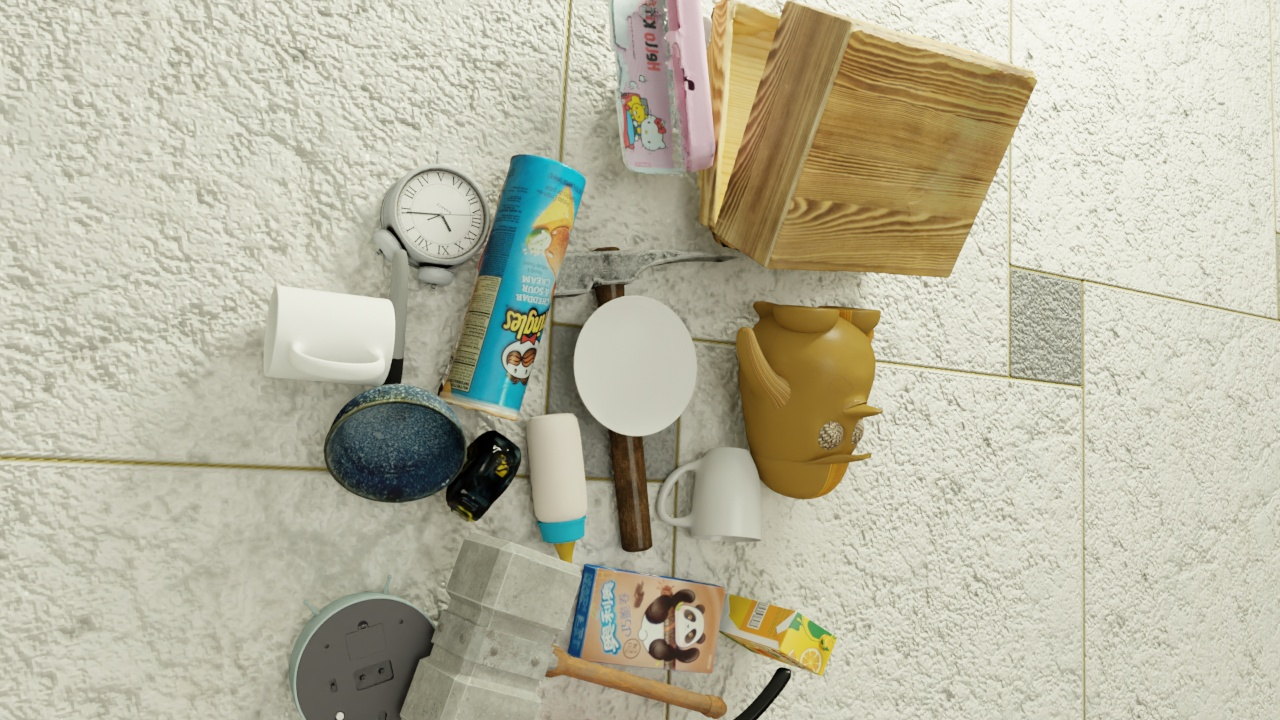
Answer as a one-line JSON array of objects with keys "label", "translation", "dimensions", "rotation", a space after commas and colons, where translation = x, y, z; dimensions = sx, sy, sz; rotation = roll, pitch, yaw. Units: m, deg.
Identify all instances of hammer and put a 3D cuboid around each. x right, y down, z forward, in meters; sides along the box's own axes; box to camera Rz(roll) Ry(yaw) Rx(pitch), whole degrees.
[{"label": "hammer", "translation": [0.015, 0.035, 0.921], "dimensions": [0.217, 0.037, 0.300], "rotation": [-6, 90, -29]}, {"label": "hammer", "translation": [-0.035, 0.281, 0.819], "dimensions": [0.317, 0.083, 0.162], "rotation": [28, 72, -33]}]

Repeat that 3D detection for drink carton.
[{"label": "drink carton", "translation": [0.134, 0.273, 0.918], "dimensions": [0.058, 0.123, 0.041], "rotation": [36, 70, -22]}]

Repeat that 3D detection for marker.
[{"label": "marker", "translation": [-0.214, -0.027, 0.794], "dimensions": [0.022, 0.016, 0.139], "rotation": [-10, 108, -58]}]

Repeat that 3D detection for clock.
[{"label": "clock", "translation": [-0.226, 0.269, 0.766], "dimensions": [0.122, 0.045, 0.159], "rotation": [-12, 93, -29]}, {"label": "clock", "translation": [-0.187, -0.119, 0.822], "dimensions": [0.094, 0.035, 0.122], "rotation": [33, 71, -22]}]

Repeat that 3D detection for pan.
[{"label": "pan", "translation": [-0.005, 0.381, 0.808], "dimensions": [0.355, 0.067, 0.209], "rotation": [-38, 145, -24]}]

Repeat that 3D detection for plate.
[{"label": "plate", "translation": [-0.005, 0.005, 0.884], "dimensions": [0.134, 0.011, 0.134], "rotation": [2, 87, -29]}]

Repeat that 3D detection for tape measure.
[{"label": "tape measure", "translation": [-0.139, 0.098, 0.812], "dimensions": [0.042, 0.072, 0.071], "rotation": [36, 98, -17]}]

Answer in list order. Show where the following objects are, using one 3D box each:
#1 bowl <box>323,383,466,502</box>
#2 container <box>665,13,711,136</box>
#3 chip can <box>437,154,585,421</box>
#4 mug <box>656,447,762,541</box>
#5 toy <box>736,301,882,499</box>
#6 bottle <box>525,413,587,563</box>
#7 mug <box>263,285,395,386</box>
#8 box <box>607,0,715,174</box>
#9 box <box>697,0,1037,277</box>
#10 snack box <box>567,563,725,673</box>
[{"label": "bowl", "translation": [-0.206, 0.060, 0.776], "dimensions": [0.114, 0.060, 0.114], "rotation": [-6, 127, -9]}, {"label": "container", "translation": [0.037, -0.289, 0.949], "dimensions": [0.129, 0.050, 0.081], "rotation": [-44, 106, -24]}, {"label": "chip can", "translation": [-0.114, -0.064, 0.819], "dimensions": [0.079, 0.080, 0.229], "rotation": [18, 85, -26]}, {"label": "mug", "translation": [0.071, 0.135, 0.934], "dimensions": [0.107, 0.071, 0.089], "rotation": [3, 75, -1]}, {"label": "toy", "translation": [0.175, 0.045, 0.946], "dimensions": [0.198, 0.163, 0.203], "rotation": [-2, 98, -40]}, {"label": "bottle", "translation": [-0.076, 0.123, 0.855], "dimensions": [0.051, 0.051, 0.146], "rotation": [-5, 89, -29]}, {"label": "mug", "translation": [-0.249, -0.012, 0.739], "dimensions": [0.090, 0.110, 0.074], "rotation": [6, 110, -28]}, {"label": "box", "translation": [0.015, -0.281, 0.879], "dimensions": [0.095, 0.088, 0.202], "rotation": [-5, 89, 4]}, {"label": "box", "translation": [0.204, -0.219, 0.960], "dimensions": [0.278, 0.215, 0.258], "rotation": [-2, 119, -36]}, {"label": "snack box", "translation": [0.008, 0.254, 0.901], "dimensions": [0.151, 0.034, 0.087], "rotation": [15, 80, -26]}]
